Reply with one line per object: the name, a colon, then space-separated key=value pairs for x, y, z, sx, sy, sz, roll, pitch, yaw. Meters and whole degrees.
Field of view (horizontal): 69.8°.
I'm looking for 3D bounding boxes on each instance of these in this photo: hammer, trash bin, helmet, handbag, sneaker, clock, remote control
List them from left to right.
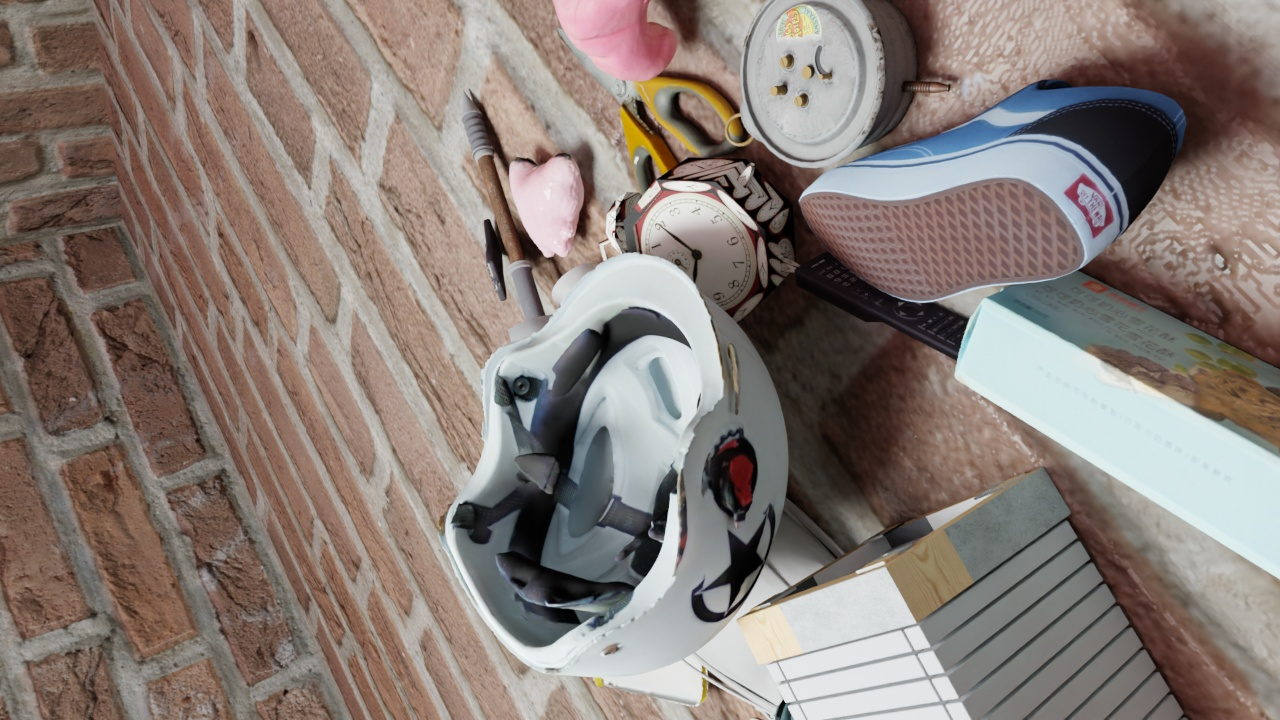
remote control: x=-0.146 y=-0.102 z=0.910 sx=0.124 sy=0.009 sz=0.046 roll=-109 pitch=3 yaw=-59
hammer: x=-0.126 y=-0.122 z=0.876 sx=0.156 sy=0.043 sz=0.322 roll=77 pitch=174 yaw=-75
helmet: x=0.004 y=0.075 z=0.609 sx=0.237 sy=0.163 sz=0.264 roll=14 pitch=84 yaw=50
clock: x=0.037 y=-0.081 z=0.652 sx=0.155 sy=0.064 sz=0.115 roll=-16 pitch=109 yaw=40
handbag: x=0.114 y=0.214 z=0.724 sx=0.222 sy=0.095 sz=0.216 roll=40 pitch=138 yaw=19
clock: x=0.100 y=-0.164 z=0.545 sx=0.148 sy=0.056 sz=0.104 roll=-21 pitch=89 yaw=54
remote control: x=0.154 y=-0.031 z=0.560 sx=0.136 sy=0.032 sz=0.015 roll=35 pitch=144 yaw=40
sneaker: x=0.175 y=-0.091 z=0.479 sx=0.083 sy=0.098 sz=0.241 roll=51 pitch=170 yaw=-14
trash bin: x=0.200 y=0.215 z=0.519 sx=0.247 sy=0.142 sz=0.143 roll=62 pitch=146 yaw=11

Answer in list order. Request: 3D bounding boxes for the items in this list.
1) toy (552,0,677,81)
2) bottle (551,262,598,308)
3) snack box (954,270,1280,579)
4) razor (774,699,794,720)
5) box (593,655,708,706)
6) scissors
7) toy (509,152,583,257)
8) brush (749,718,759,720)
toy: x=-0.041 y=-0.298 z=0.624 sx=0.142 sy=0.084 sz=0.213 roll=77 pitch=173 yaw=-71
bottle: x=-0.005 y=0.005 z=0.780 sx=0.195 sy=0.052 sz=0.053 roll=55 pitch=143 yaw=22
snack box: x=0.241 y=0.020 z=0.423 sx=0.175 sy=0.074 sz=0.053 roll=40 pitch=135 yaw=37
razor: x=0.145 y=0.251 z=0.650 sx=0.143 sy=0.047 sz=0.052 roll=-44 pitch=69 yaw=42
box: x=-0.004 y=0.279 z=0.936 sx=0.210 sy=0.038 sz=0.129 roll=-20 pitch=81 yaw=55
scissors: x=0.002 y=-0.205 z=0.697 sx=0.225 sy=0.016 sz=0.162 roll=63 pitch=145 yaw=11
toy: x=-0.081 y=-0.138 z=0.817 sx=0.102 sy=0.050 sz=0.093 roll=11 pitch=119 yaw=57
brush: x=0.157 y=0.323 z=0.752 sx=0.218 sy=0.012 sz=0.033 roll=-15 pitch=94 yaw=57
